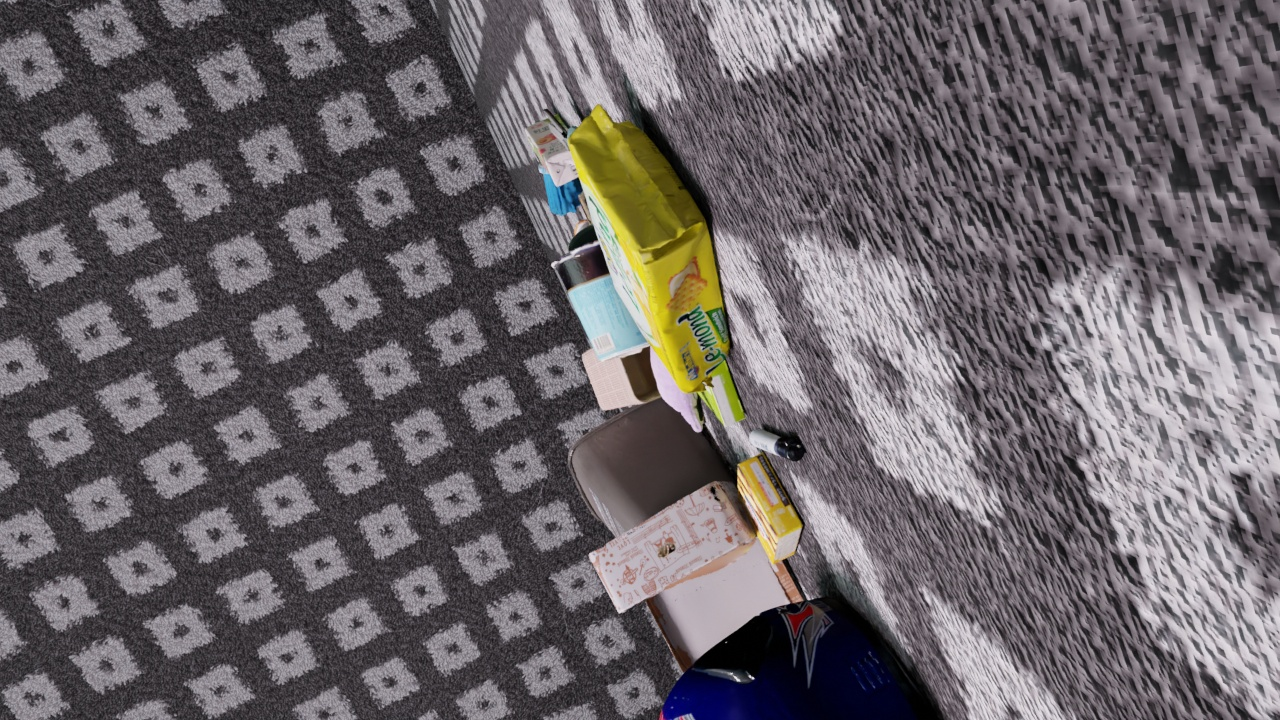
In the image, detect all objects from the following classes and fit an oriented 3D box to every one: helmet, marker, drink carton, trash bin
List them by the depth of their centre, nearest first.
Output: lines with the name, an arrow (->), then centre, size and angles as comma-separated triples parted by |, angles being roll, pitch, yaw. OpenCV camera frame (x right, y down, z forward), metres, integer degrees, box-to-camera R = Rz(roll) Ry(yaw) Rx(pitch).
marker -> 0.119, 0.073, 0.817 | 0.131, 0.018, 0.022 | -169, 62, -83
helmet -> 0.133, 0.362, 0.851 | 0.315, 0.240, 0.247 | 172, 75, -85
drink carton -> -0.109, -0.275, 1.200 | 0.122, 0.053, 0.045 | 59, 173, 51
trash bin -> 0.040, 0.198, 1.285 | 0.219, 0.198, 0.199 | 51, 166, 46

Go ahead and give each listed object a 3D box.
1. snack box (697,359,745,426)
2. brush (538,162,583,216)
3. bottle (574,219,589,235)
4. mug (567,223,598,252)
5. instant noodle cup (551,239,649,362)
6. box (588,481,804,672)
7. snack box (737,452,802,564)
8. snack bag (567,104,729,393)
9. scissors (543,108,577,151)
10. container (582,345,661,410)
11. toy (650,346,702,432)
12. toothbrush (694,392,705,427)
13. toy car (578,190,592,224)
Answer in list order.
snack box -> 0.062, 0.002, 0.982 | 0.086, 0.026, 0.156 | 67, 174, -24
brush -> -0.131, -0.291, 1.386 | 0.314, 0.060, 0.109 | -124, 15, -71
bottle -> -0.057, -0.152, 1.224 | 0.108, 0.063, 0.063 | 58, 172, 53
mug -> -0.023, -0.099, 1.101 | 0.112, 0.082, 0.106 | 24, 147, 39
instant noodle cup -> -0.024, -0.065, 0.988 | 0.111, 0.111, 0.120 | 145, 105, -85
box -> 0.070, 0.261, 1.069 | 0.217, 0.181, 0.157 | 61, -171, 3
snack box -> 0.136, 0.161, 0.979 | 0.087, 0.033, 0.140 | 63, 177, 23
snack bag -> 0.015, -0.087, 0.807 | 0.158, 0.068, 0.247 | 60, 173, 33
scissors -> -0.060, -0.220, 1.048 | 0.179, 0.019, 0.161 | 46, 170, 45
container -> -0.007, 0.006, 1.107 | 0.111, 0.089, 0.090 | -22, 88, 61
toy -> 0.035, 0.016, 0.944 | 0.083, 0.039, 0.108 | -121, 10, -46
toothbrush -> 0.066, 0.034, 1.177 | 0.186, 0.012, 0.017 | 72, 177, -54
toy car -> -0.047, -0.178, 1.158 | 0.090, 0.035, 0.042 | 61, 175, 13
